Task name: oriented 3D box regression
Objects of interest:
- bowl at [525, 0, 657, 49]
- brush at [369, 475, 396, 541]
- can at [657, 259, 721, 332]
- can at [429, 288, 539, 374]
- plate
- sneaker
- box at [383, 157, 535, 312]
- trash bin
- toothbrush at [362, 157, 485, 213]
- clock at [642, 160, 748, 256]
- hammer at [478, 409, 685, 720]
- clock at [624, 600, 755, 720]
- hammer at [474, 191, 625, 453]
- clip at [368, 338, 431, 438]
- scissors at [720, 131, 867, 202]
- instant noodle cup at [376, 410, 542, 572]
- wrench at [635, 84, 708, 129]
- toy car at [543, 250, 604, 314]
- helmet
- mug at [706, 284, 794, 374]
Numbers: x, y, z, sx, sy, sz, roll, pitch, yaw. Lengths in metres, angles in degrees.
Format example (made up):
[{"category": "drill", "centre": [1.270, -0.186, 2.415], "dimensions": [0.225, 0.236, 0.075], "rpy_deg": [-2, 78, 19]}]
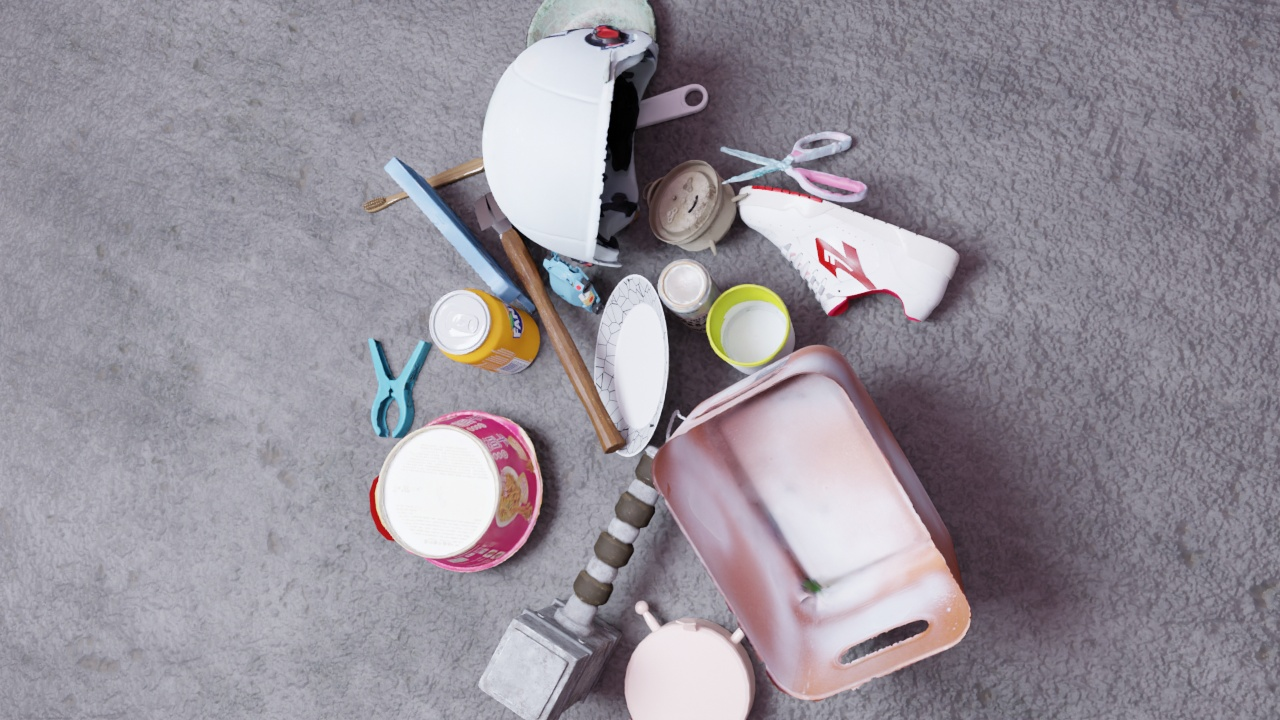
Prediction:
[{"category": "bowl", "centre": [-0.053, -0.367, 1.070], "dimensions": [0.158, 0.038, 0.157], "rpy_deg": [-2, 83, 14]}, {"category": "brush", "centre": [-0.231, 0.150, 1.049], "dimensions": [0.173, 0.042, 0.082], "rpy_deg": [-19, 79, 11]}, {"category": "can", "centre": [0.056, -0.065, 0.956], "dimensions": [0.054, 0.135, 0.054], "rpy_deg": [-2, 82, 12]}, {"category": "can", "centre": [-0.168, -0.030, 1.004], "dimensions": [0.079, 0.142, 0.079], "rpy_deg": [-2, 83, 13]}, {"category": "plate", "centre": [-0.006, 0.005, 0.961], "dimensions": [0.016, 0.189, 0.188], "rpy_deg": [3, 82, -24]}, {"category": "sneaker", "centre": [0.200, -0.104, 0.959], "dimensions": [0.237, 0.090, 0.104], "rpy_deg": [23, 97, 13]}, {"category": "box", "centre": [-0.198, -0.140, 1.034], "dimensions": [0.021, 0.125, 0.209], "rpy_deg": [-43, 76, 6]}, {"category": "trash bin", "centre": [0.154, 0.134, 0.814], "dimensions": [0.182, 0.157, 0.259], "rpy_deg": [-30, 93, 19]}, {"category": "toothbrush", "centre": [-0.262, -0.212, 1.115], "dimensions": [0.167, 0.016, 0.016], "rpy_deg": [-18, 78, 10]}, {"category": "clock", "centre": [0.049, -0.169, 1.000], "dimensions": [0.141, 0.054, 0.093], "rpy_deg": [32, 97, 46]}, {"category": "hammer", "centre": [-0.031, 0.198, 0.926], "dimensions": [0.079, 0.177, 0.326], "rpy_deg": [28, 89, 16]}, {"category": "clock", "centre": [0.049, 0.338, 0.942], "dimensions": [0.131, 0.086, 0.160], "rpy_deg": [3, 90, 14]}, {"category": "hammer", "centre": [-0.097, -0.046, 0.989], "dimensions": [0.033, 0.115, 0.322], "rpy_deg": [-29, 73, 3]}, {"category": "clip", "centre": [-0.281, 0.033, 1.086], "dimensions": [0.104, 0.027, 0.120], "rpy_deg": [5, 84, 17]}, {"category": "scissors", "centre": [0.168, -0.208, 0.963], "dimensions": [0.171, 0.014, 0.172], "rpy_deg": [21, 45, 26]}, {"category": "instant noodle cup", "centre": [-0.202, 0.139, 0.980], "dimensions": [0.179, 0.077, 0.178], "rpy_deg": [-2, 83, 14]}, {"category": "wrench", "centre": [-0.054, -0.271, 1.071], "dimensions": [0.273, 0.018, 0.066], "rpy_deg": [-14, 80, 11]}, {"category": "toy car", "centre": [-0.075, -0.077, 1.003], "dimensions": [0.060, 0.108, 0.027], "rpy_deg": [35, 80, 21]}, {"category": "helmet", "centre": [-0.079, -0.222, 0.932], "dimensions": [0.164, 0.263, 0.237], "rpy_deg": [9, 121, 3]}, {"category": "mug", "centre": [0.117, -0.029, 0.953], "dimensions": [0.083, 0.106, 0.082], "rpy_deg": [-2, 83, 13]}]
